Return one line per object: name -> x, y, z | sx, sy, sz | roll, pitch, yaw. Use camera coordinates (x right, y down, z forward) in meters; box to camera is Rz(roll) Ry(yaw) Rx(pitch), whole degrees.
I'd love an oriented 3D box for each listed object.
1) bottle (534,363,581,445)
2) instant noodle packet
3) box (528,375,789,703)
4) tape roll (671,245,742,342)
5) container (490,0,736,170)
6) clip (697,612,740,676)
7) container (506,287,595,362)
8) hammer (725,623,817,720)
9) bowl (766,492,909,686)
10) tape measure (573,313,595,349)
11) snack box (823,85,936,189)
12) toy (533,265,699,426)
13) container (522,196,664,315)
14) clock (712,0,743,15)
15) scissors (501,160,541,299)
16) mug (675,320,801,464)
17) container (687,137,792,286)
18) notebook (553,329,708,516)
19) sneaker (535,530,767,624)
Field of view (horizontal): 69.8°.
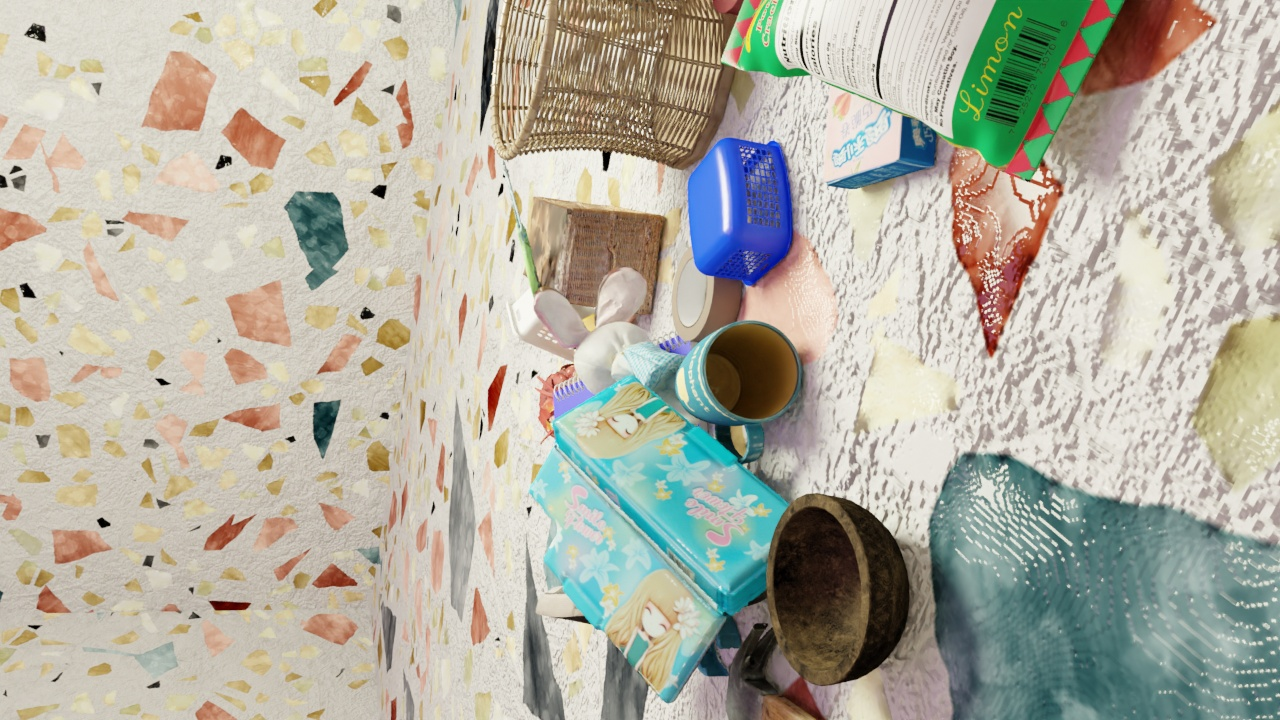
bottle -> -0.081, 0.052, 1.116 | 0.111, 0.098, 0.098 | -36, 52, 51
instant noodle packet -> 0.166, -0.239, 0.537 | 0.253, 0.090, 0.196 | 39, 114, 41
box -> 0.001, 0.127, 0.733 | 0.180, 0.074, 0.227 | -46, 53, -6
tape roll -> 0.062, -0.064, 0.877 | 0.094, 0.030, 0.093 | -175, 90, -68
container -> -0.032, -0.305, 0.941 | 0.227, 0.196, 0.227 | -175, 90, -68
clip -> 0.060, 0.220, 0.833 | 0.126, 0.028, 0.113 | -113, 33, -51
container -> -0.101, -0.048, 1.171 | 0.050, 0.129, 0.080 | -51, 35, 23
hammer -> 0.143, 0.269, 0.604 | 0.331, 0.033, 0.132 | 179, 96, -67
bowl -> 0.138, 0.150, 0.606 | 0.121, 0.056, 0.121 | -175, 90, -68
tape measure -> -0.046, -0.031, 1.101 | 0.068, 0.059, 0.030 | -24, 55, 29
snack box -> 0.169, -0.203, 0.637 | 0.088, 0.033, 0.154 | -178, 93, -68
toy -> -0.005, 0.005, 0.900 | 0.205, 0.130, 0.106 | 43, 142, 34
container -> -0.062, -0.130, 1.094 | 0.198, 0.112, 0.114 | -146, 63, -67
clock -> 0.105, -0.353, 0.815 | 0.125, 0.044, 0.087 | 157, 116, -66
scissors -> -0.127, -0.138, 0.995 | 0.072, 0.033, 0.176 | -103, -2, -48
mug -> 0.075, 0.030, 0.762 | 0.104, 0.084, 0.112 | 155, 107, -72
container -> 0.082, -0.132, 0.804 | 0.096, 0.058, 0.114 | 137, 134, -59
notebook -> -0.015, 0.074, 0.953 | 0.210, 0.022, 0.171 | -24, 60, 40
sneaker -> 0.002, 0.172, 0.821 | 0.235, 0.095, 0.119 | -28, 52, 36
